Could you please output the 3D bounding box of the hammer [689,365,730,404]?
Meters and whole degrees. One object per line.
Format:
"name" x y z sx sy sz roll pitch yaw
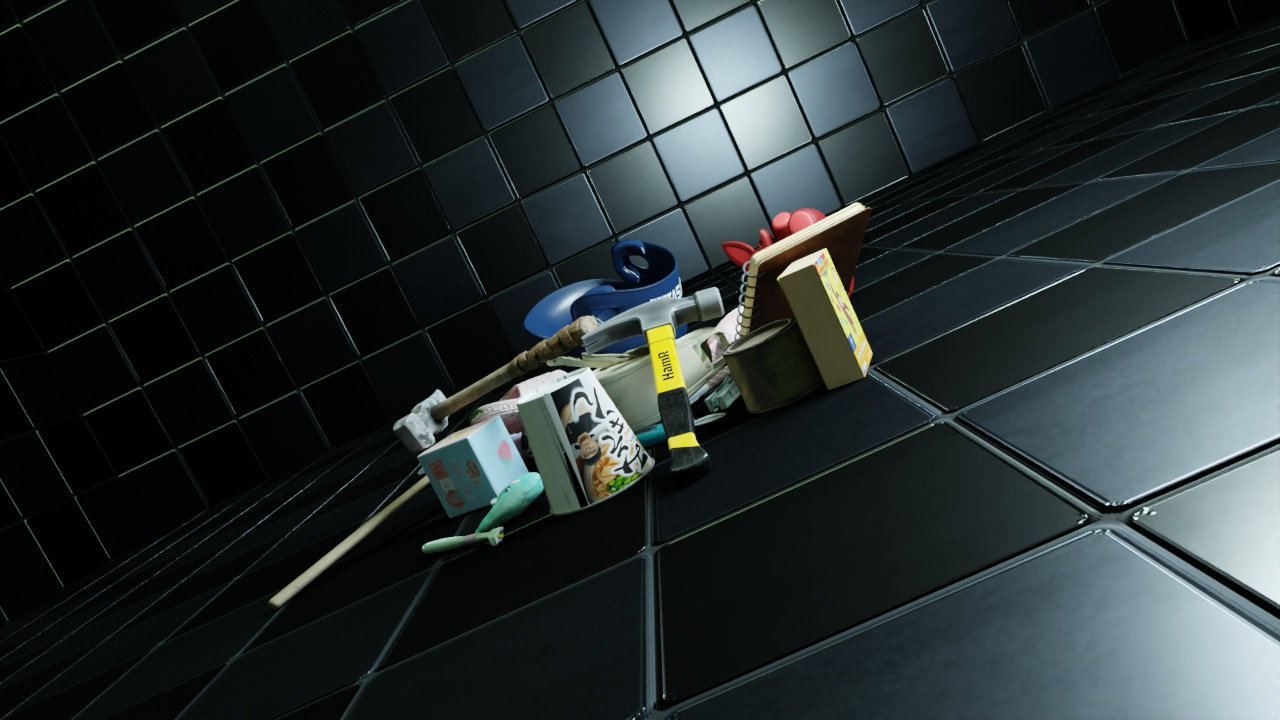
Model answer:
"hammer" 0.149 -0.010 1.229 0.321 0.044 0.099 -34 10 -34

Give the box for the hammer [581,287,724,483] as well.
"hammer" 0.026 0.023 0.979 0.170 0.034 0.324 -16 32 4

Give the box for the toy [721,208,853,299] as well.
"toy" 0.231 -0.145 1.432 0.198 0.158 0.120 -20 15 42

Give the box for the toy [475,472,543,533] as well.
"toy" -0.149 0.160 1.059 0.085 0.033 0.105 -35 6 11

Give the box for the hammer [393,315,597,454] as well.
"hammer" -0.182 0.022 1.177 0.320 0.049 0.121 -28 15 28

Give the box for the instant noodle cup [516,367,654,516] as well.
"instant noodle cup" -0.066 0.080 0.972 0.123 0.122 0.123 -25 7 3

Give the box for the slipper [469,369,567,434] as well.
"slipper" -0.126 0.053 1.286 0.238 0.064 0.094 -4 -23 -35

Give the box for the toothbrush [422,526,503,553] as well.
"toothbrush" -0.197 0.199 1.003 0.155 0.015 0.022 -19 41 45

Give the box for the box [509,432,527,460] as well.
"box" -0.207 0.145 1.352 0.077 0.033 0.213 -22 8 36

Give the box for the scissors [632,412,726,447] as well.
"scissors" 0.029 0.083 1.048 0.137 0.019 0.136 -27 9 -18

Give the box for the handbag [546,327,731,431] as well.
"handbag" -0.007 0.007 1.168 0.183 0.132 0.229 -35 9 -14

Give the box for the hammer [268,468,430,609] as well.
"hammer" -0.353 0.218 1.232 0.330 0.031 0.120 -43 12 -34

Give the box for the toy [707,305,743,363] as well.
"toy" 0.125 -0.029 1.312 0.109 0.053 0.104 -51 -5 32

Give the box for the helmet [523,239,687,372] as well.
"helmet" -0.057 -0.061 1.510 0.272 0.223 0.231 7 33 14

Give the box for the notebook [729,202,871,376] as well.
"notebook" 0.183 -0.075 1.088 0.167 0.024 0.226 -28 -31 -18

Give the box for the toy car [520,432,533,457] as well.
"toy car" -0.134 0.105 1.344 0.033 0.048 0.105 17 30 29

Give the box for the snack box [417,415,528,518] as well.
"snack box" -0.215 0.137 1.190 0.095 0.093 0.079 -22 8 31

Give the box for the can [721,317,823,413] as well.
"can" 0.142 0.005 0.990 0.090 0.074 0.090 -25 7 3

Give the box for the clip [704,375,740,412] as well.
"clip" 0.106 0.037 1.097 0.044 0.023 0.075 -18 12 36

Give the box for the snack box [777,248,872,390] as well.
"snack box" 0.194 -0.045 0.957 0.040 0.126 0.088 -22 8 24
